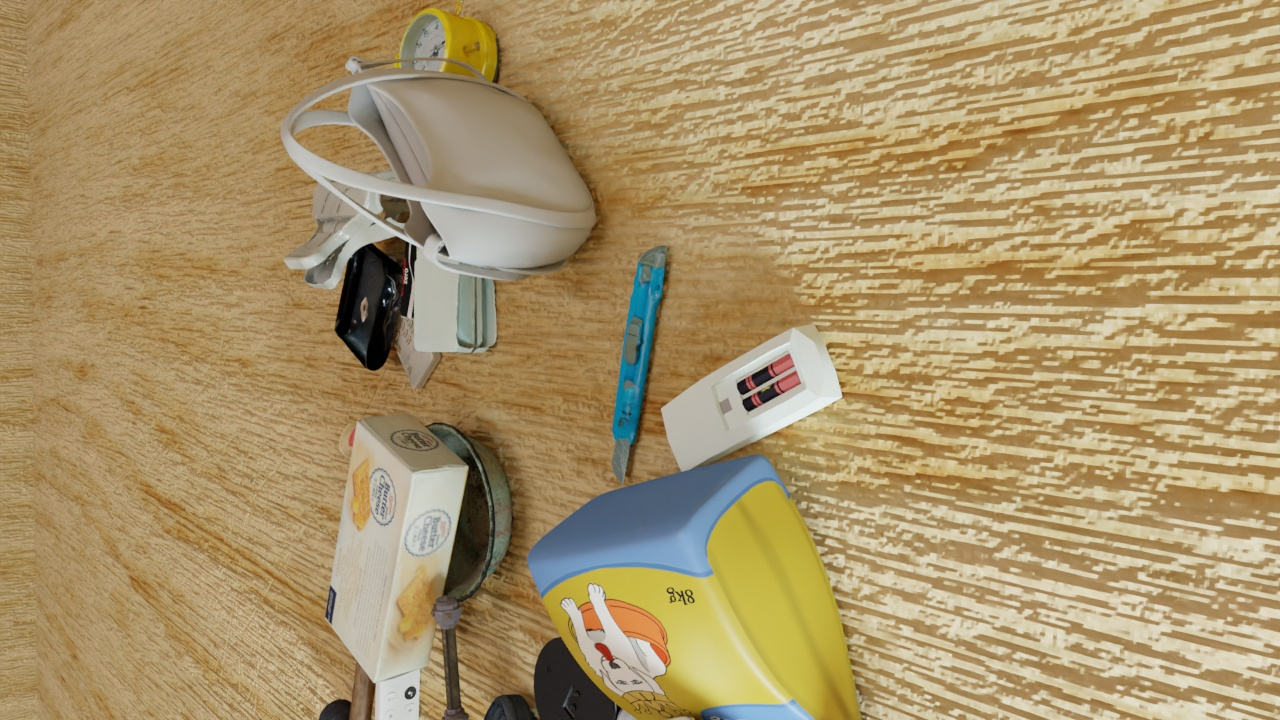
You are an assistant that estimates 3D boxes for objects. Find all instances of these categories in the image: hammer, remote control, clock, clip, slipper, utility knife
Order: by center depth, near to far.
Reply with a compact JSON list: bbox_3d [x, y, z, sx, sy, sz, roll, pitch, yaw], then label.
[{"bbox_3d":[0.064,0.027,0.587,0.144,0.024,0.049,-34,68,42],"label":"remote control"},{"bbox_3d":[-0.004,0.004,0.666,0.031,0.015,0.179,21,108,49],"label":"utility knife"},{"bbox_3d":[-0.032,0.260,0.690,0.122,0.035,0.095,40,119,37],"label":"clock"},{"bbox_3d":[-0.062,0.374,0.702,0.101,0.082,0.263,-62,32,25],"label":"slipper"},{"bbox_3d":[-0.155,0.356,0.784,0.147,0.028,0.317,-173,80,-74],"label":"hammer"},{"bbox_3d":[-0.176,-0.254,0.805,0.119,0.057,0.083,-35,67,35],"label":"clock"},{"bbox_3d":[-0.273,-0.139,0.854,0.126,0.152,0.097,9,133,49],"label":"clip"},{"bbox_3d":[-0.240,0.348,0.906,0.013,0.043,0.136,9,98,46],"label":"remote control"},{"bbox_3d":[-0.236,-0.039,0.911,0.050,0.011,0.135,-51,57,35],"label":"remote control"},{"bbox_3d":[-0.273,0.268,0.940,0.129,0.040,0.322,21,104,51],"label":"hammer"}]

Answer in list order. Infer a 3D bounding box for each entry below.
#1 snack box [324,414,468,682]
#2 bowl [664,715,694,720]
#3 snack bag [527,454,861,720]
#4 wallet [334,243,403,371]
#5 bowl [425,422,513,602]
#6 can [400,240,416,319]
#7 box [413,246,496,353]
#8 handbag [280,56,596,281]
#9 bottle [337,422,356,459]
[{"bbox_3d":[-0.217,0.163,0.807,0.104,0.057,0.208,30,113,42],"label":"snack box"},{"bbox_3d":[0.015,0.248,0.533,0.118,0.117,0.062,-31,76,43],"label":"bowl"},{"bbox_3d":[0.044,0.177,0.572,0.159,0.102,0.205,-22,98,45],"label":"snack bag"},{"bbox_3d":[-0.272,-0.058,0.920,0.089,0.026,0.115,37,117,41],"label":"wallet"},{"bbox_3d":[-0.161,0.133,0.818,0.158,0.038,0.157,2,93,47],"label":"bowl"},{"bbox_3d":[-0.207,-0.080,0.864,0.032,0.031,0.080,17,104,45],"label":"can"},{"bbox_3d":[-0.165,-0.104,0.810,0.083,0.066,0.199,179,91,-66],"label":"box"},{"bbox_3d":[-0.158,-0.148,0.673,0.096,0.222,0.215,-49,58,34],"label":"handbag"},{"bbox_3d":[-0.264,0.081,0.923,0.109,0.044,0.044,-6,87,47],"label":"bottle"}]
